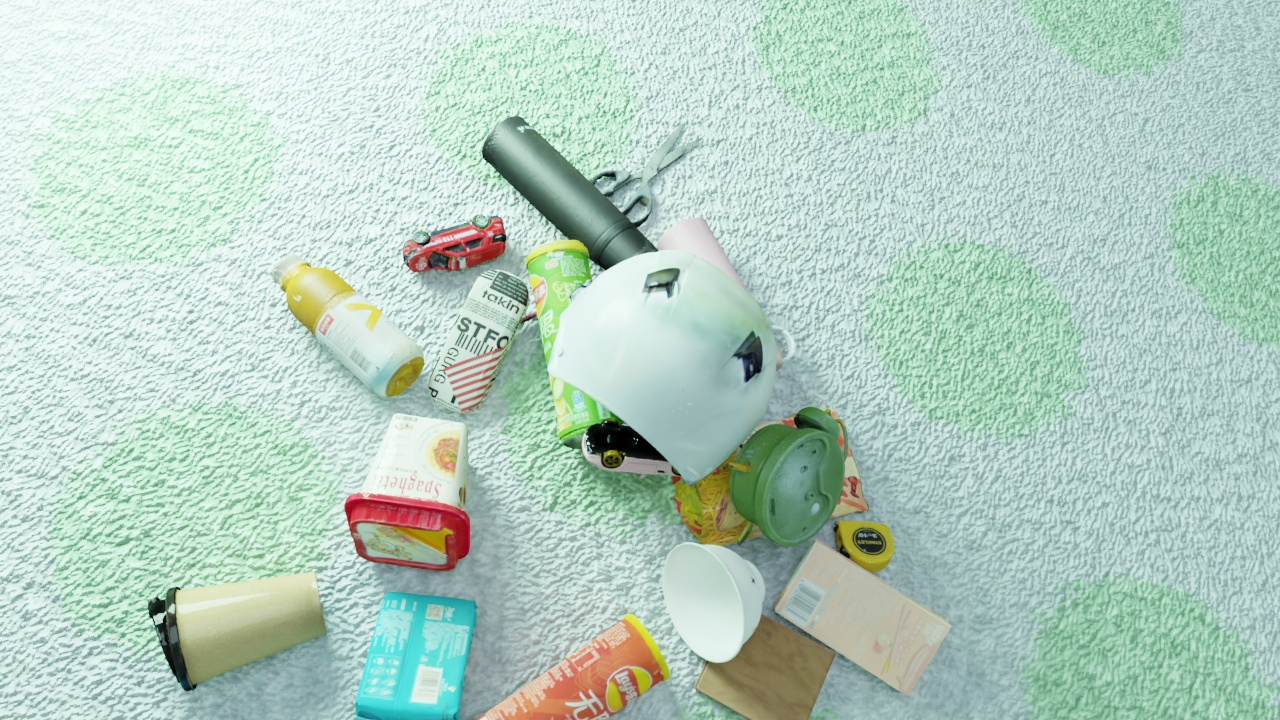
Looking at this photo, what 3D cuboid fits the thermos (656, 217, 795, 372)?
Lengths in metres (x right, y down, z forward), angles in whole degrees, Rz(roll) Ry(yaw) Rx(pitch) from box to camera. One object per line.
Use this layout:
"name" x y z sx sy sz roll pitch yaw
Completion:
"thermos" 0.101 -0.070 1.050 0.087 0.067 0.198 -23 71 -21

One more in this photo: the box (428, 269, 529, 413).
"box" -0.174 -0.021 0.988 0.068 0.052 0.164 23 80 -10

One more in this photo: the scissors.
"scissors" 0.012 -0.230 1.138 0.164 0.014 0.163 -4 66 -12

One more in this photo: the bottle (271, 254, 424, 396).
"bottle" -0.315 -0.041 0.977 0.189 0.068 0.067 41 67 10

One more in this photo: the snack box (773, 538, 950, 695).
"snack box" 0.223 0.259 0.931 0.157 0.026 0.084 32 89 6

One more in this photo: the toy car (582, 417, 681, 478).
"toy car" 0.002 0.091 0.917 0.122 0.037 0.056 7 40 -12

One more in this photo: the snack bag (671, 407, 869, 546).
"snack bag" 0.138 0.124 0.981 0.207 0.073 0.128 -12 68 -21

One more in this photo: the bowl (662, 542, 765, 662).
"bowl" 0.083 0.230 0.905 0.064 0.119 0.118 -10 67 -37

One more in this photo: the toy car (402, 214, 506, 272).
"toy car" -0.208 -0.128 1.038 0.120 0.053 0.045 -17 72 -16

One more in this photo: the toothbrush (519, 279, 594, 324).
"toothbrush" -0.103 -0.065 1.048 0.187 0.016 0.017 -27 63 -17

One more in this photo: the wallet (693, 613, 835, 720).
"wallet" 0.124 0.310 0.916 0.115 0.020 0.101 27 64 7

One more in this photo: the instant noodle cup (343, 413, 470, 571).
"instant noodle cup" -0.218 0.127 0.901 0.116 0.117 0.124 8 54 -4

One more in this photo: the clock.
"clock" 0.154 0.111 0.905 0.160 0.116 0.056 -25 30 -32

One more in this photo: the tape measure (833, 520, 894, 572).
"tape measure" 0.238 0.198 0.970 0.060 0.029 0.057 2 42 -4

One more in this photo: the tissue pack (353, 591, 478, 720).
"tissue pack" -0.206 0.277 0.853 0.093 0.050 0.133 8 47 -5

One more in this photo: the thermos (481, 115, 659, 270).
"thermos" -0.077 -0.183 1.076 0.242 0.089 0.068 45 109 14

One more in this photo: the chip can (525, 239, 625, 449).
"chip can" -0.071 -0.015 0.988 0.072 0.073 0.221 -9 74 -12

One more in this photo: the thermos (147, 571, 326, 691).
"thermos" -0.367 0.240 0.841 0.143 0.093 0.093 -12 69 -21

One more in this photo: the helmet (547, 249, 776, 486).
"helmet" 0.044 -0.022 0.898 0.229 0.146 0.258 42 28 -1

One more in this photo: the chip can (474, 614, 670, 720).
"chip can" -0.078 0.323 0.850 0.216 0.073 0.073 -29 74 -19
